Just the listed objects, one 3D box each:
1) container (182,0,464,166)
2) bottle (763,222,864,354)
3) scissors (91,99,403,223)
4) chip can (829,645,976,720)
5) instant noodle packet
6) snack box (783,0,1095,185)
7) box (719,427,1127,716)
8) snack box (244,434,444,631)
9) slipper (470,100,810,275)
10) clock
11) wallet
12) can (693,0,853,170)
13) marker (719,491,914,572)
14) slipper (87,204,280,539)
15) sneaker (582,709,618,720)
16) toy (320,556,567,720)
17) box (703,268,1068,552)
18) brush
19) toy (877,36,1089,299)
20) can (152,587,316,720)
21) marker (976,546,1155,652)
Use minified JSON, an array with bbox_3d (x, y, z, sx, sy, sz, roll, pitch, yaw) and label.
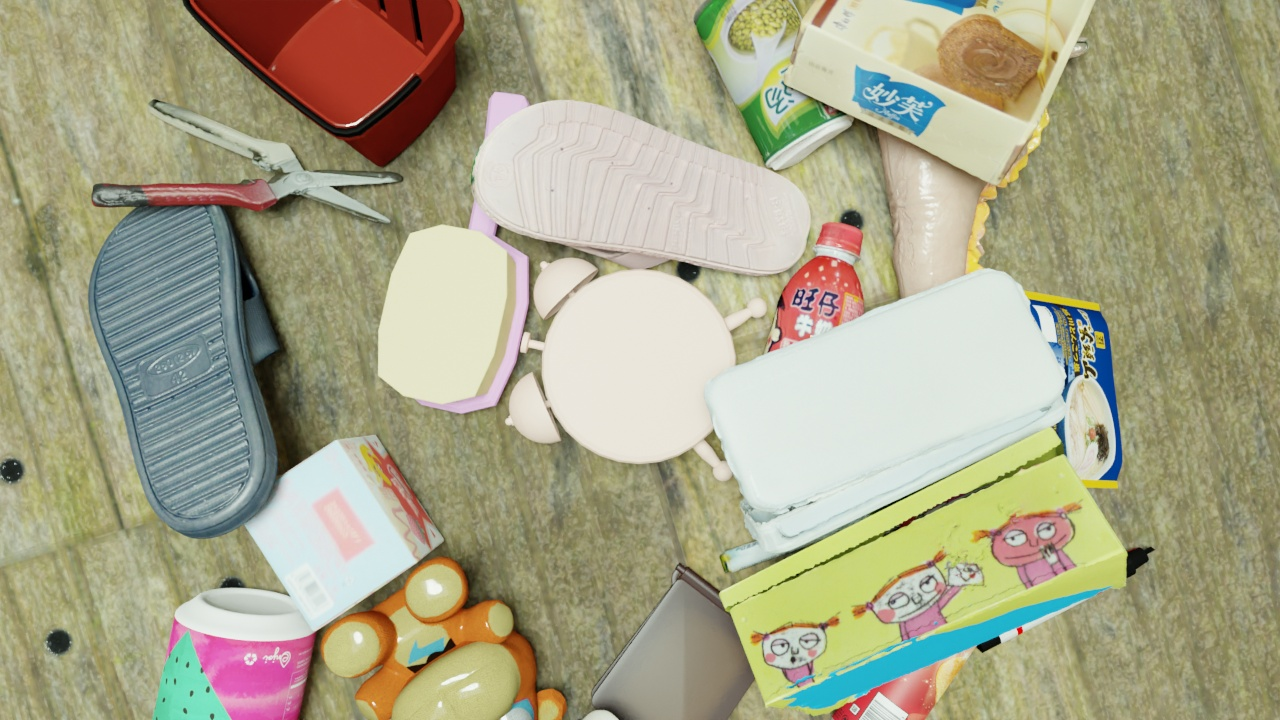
[{"bbox_3d":[-0.189,-0.217,0.562,0.148,0.201,0.127,40,81,1],"label":"container"},{"bbox_3d":[0.122,-0.026,0.635,0.062,0.062,0.137,16,86,-1],"label":"bottle"},{"bbox_3d":[-0.276,-0.133,0.633,0.196,0.015,0.179,-26,61,-32],"label":"scissors"},{"bbox_3d":[0.213,0.177,0.634,0.052,0.052,0.214,36,87,0],"label":"chip can"},{"bbox_3d":[0.297,0.021,0.638,0.087,0.026,0.134,5,78,-27],"label":"instant noodle packet"},{"bbox_3d":[0.207,-0.230,0.601,0.153,0.055,0.206,28,63,9],"label":"snack box"},{"bbox_3d":[0.173,0.139,0.567,0.221,0.124,0.082,-29,58,16],"label":"box"},{"bbox_3d":[-0.193,0.108,0.605,0.079,0.095,0.093,-34,88,-3],"label":"snack box"},{"bbox_3d":[0.001,-0.112,0.637,0.239,0.064,0.094,10,85,-18],"label":"slipper"},{"bbox_3d":[-0.004,0.004,0.624,0.160,0.086,0.131,12,87,5],"label":"clock"},{"bbox_3d":[0.030,0.216,0.647,0.091,0.018,0.115,37,84,0],"label":"wallet"},{"bbox_3d":[0.092,-0.200,0.638,0.067,0.067,0.121,-27,88,-3],"label":"can"},{"bbox_3d":[0.127,0.120,0.651,0.146,0.017,0.017,-19,88,-2],"label":"marker"},{"bbox_3d":[-0.289,0.003,0.607,0.101,0.082,0.263,-23,63,-4],"label":"slipper"},{"bbox_3d":[-0.014,0.340,0.614,0.118,0.092,0.233,-41,112,-32],"label":"sneaker"},{"bbox_3d":[-0.121,0.209,0.602,0.112,0.096,0.176,-35,123,-5],"label":"toy"},{"bbox_3d":[0.153,0.039,0.585,0.211,0.106,0.130,-19,80,-1],"label":"box"},{"bbox_3d":[-0.117,-0.079,0.632,0.089,0.043,0.228,11,87,12],"label":"brush"},{"bbox_3d":[0.236,-0.093,0.642,0.196,0.065,0.264,-9,91,-3],"label":"toy"},{"bbox_3d":[-0.271,0.240,0.600,0.088,0.088,0.166,11,87,-1],"label":"can"},{"bbox_3d":[0.302,0.166,0.652,0.145,0.019,0.019,-26,88,-2],"label":"marker"}]
